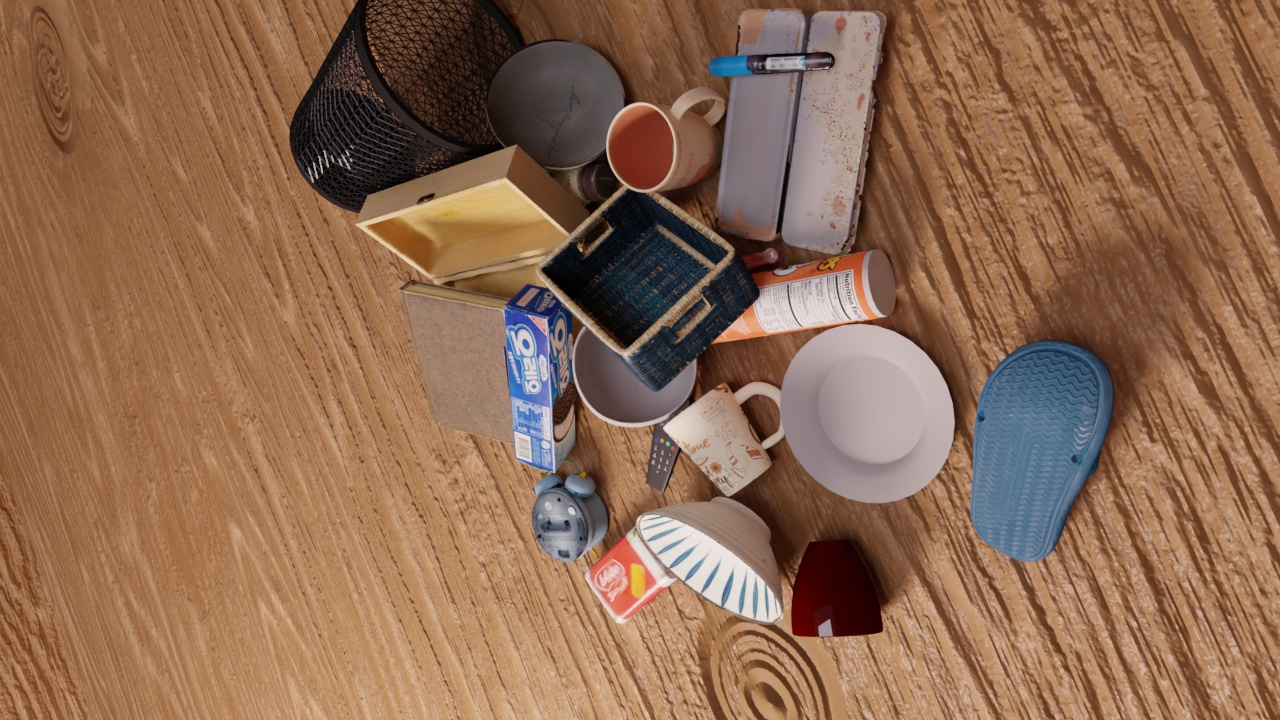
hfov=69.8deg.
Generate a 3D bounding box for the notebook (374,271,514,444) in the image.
[{"bbox_3d":[-0.223,0.001,1.111,0.190,0.034,0.216,13,130,19],"label":"notebook"}]

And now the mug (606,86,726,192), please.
[{"bbox_3d":[0.038,-0.219,0.899,0.085,0.104,0.112,51,123,16],"label":"mug"}]

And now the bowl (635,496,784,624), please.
[{"bbox_3d":[0.087,0.192,0.954,0.177,0.070,0.178,30,153,17],"label":"bowl"}]

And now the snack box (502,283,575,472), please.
[{"bbox_3d":[-0.112,0.024,1.043,0.059,0.059,0.227,15,129,19],"label":"snack box"}]

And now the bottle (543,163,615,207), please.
[{"bbox_3d":[-0.103,-0.194,1.039,0.162,0.056,0.056,1,100,36],"label":"bottle"}]

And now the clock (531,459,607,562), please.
[{"bbox_3d":[-0.087,0.181,1.111,0.089,0.051,0.124,-9,93,39],"label":"clock"}]

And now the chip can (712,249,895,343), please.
[{"bbox_3d":[0.134,-0.058,0.888,0.211,0.062,0.062,-8,95,37],"label":"chip can"}]

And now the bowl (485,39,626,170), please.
[{"bbox_3d":[-0.090,-0.267,0.995,0.151,0.057,0.150,0,79,0],"label":"bowl"}]

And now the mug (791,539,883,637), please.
[{"bbox_3d":[0.184,0.225,0.912,0.114,0.087,0.088,151,118,-64],"label":"mug"}]

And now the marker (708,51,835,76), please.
[{"bbox_3d":[0.119,-0.272,0.842,0.123,0.015,0.018,8,107,32],"label":"marker"}]

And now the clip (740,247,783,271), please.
[{"bbox_3d":[0.117,-0.100,0.921,0.058,0.035,0.022,-11,89,32],"label":"clip"}]

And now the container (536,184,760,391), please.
[{"bbox_3d":[0.004,-0.076,0.896,0.145,0.071,0.187,-43,46,-3],"label":"container"}]

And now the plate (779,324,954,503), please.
[{"bbox_3d":[0.216,0.050,0.878,0.173,0.019,0.173,9,105,35],"label":"plate"}]

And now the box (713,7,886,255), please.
[{"bbox_3d":[0.149,-0.216,0.863,0.149,0.042,0.216,15,108,29],"label":"box"}]

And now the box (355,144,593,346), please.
[{"bbox_3d":[-0.164,-0.111,1.057,0.248,0.096,0.261,-6,125,38],"label":"box"}]

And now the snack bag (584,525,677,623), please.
[{"bbox_3d":[-0.008,0.249,1.076,0.077,0.036,0.116,52,124,15],"label":"snack bag"}]

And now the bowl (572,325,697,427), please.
[{"bbox_3d":[-0.006,0.006,0.985,0.132,0.064,0.131,0,84,0],"label":"bowl"}]

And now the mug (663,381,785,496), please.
[{"bbox_3d":[0.101,0.073,0.948,0.122,0.081,0.097,-37,84,9],"label":"mug"}]

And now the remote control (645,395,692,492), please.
[{"bbox_3d":[0.031,0.088,1.029,0.039,0.010,0.125,25,114,30],"label":"remote control"}]

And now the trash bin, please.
[{"bbox_3d":[-0.279,-0.292,1.065,0.244,0.216,0.217,-22,86,44],"label":"trash bin"}]

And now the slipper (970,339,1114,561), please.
[{"bbox_3d":[0.333,0.076,0.775,0.104,0.059,0.214,30,130,37],"label":"slipper"}]
